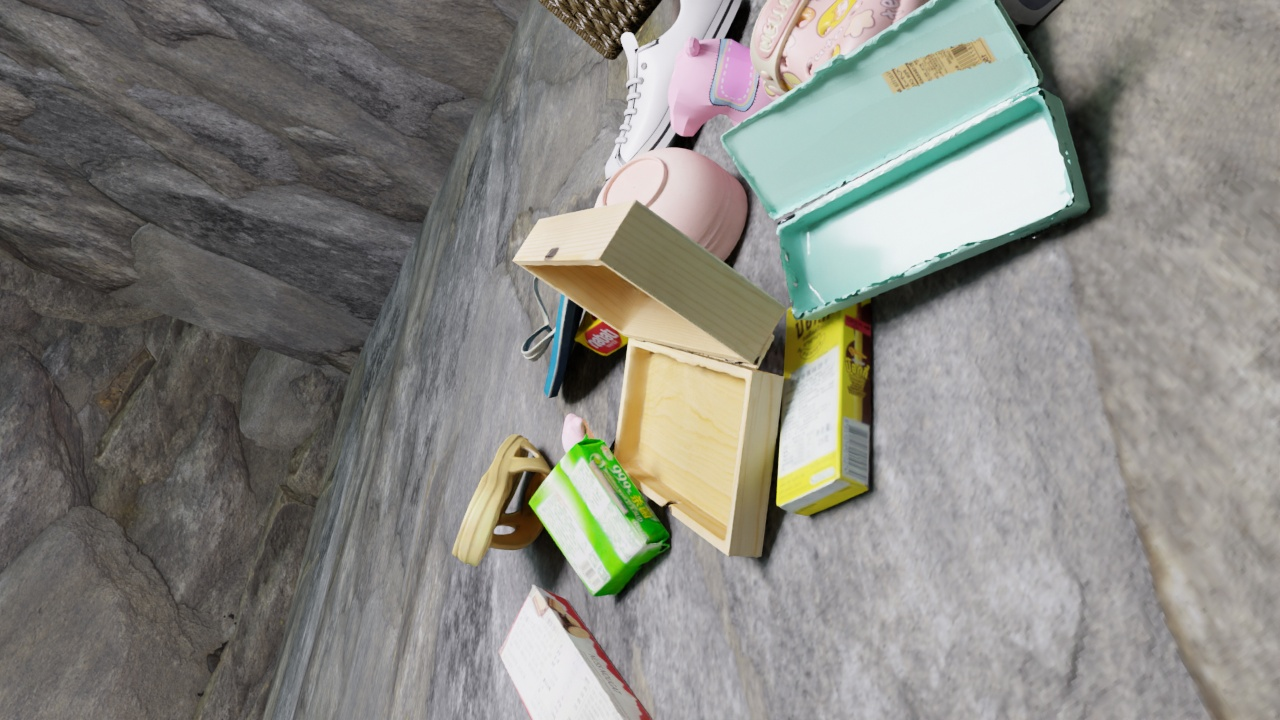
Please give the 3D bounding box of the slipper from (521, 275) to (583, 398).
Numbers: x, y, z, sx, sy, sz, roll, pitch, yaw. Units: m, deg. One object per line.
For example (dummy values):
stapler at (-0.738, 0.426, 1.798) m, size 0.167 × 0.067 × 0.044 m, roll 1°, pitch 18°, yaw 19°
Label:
slipper at (-0.094, -0.043, 0.974) m, size 0.296 × 0.060 × 0.118 m, roll 111°, pitch 170°, yaw -65°

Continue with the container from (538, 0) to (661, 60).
container at (-0.001, -0.537, 1.075) m, size 0.206 × 0.176 × 0.320 m, roll -42°, pitch 16°, yaw 39°

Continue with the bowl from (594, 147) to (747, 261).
bowl at (0.013, -0.134, 0.822) m, size 0.153 × 0.076 × 0.152 m, roll -22°, pitch 48°, yaw 26°

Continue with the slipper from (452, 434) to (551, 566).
slipper at (-0.134, 0.153, 0.971) m, size 0.263 × 0.078 × 0.099 m, roll -75°, pitch 7°, yaw -83°

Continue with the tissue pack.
tissue pack at (-0.036, 0.129, 0.754) m, size 0.114 × 0.034 × 0.100 m, roll 54°, pitch 131°, yaw 17°

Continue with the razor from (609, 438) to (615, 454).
razor at (-0.006, 0.027, 0.867) m, size 0.044 × 0.021 × 0.144 m, roll 118°, pitch 165°, yaw -67°

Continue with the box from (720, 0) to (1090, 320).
box at (0.140, -0.110, 0.520) m, size 0.187 × 0.055 × 0.138 m, roll -21°, pitch 87°, yaw 47°

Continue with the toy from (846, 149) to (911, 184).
toy at (0.167, -0.126, 0.578) m, size 0.103 × 0.050 × 0.065 m, roll -15°, pitch 75°, yaw 37°

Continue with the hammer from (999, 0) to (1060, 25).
hammer at (0.236, -0.333, 0.618) m, size 0.140 × 0.035 × 0.311 m, roll -43°, pitch 33°, yaw 45°

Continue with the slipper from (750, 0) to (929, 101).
slipper at (0.112, -0.210, 0.591) m, size 0.093 × 0.081 × 0.197 m, roll -63°, pitch 18°, yaw 12°

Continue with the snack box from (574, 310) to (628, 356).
snack box at (-0.002, -0.108, 0.928) m, size 0.092 × 0.042 × 0.200 m, roll -26°, pitch 40°, yaw 60°

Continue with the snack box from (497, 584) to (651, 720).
snack box at (-0.053, 0.267, 0.733) m, size 0.076 × 0.044 × 0.273 m, roll -64°, pitch 22°, yaw -3°

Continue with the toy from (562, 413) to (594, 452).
toy at (-0.049, 0.098, 0.814) m, size 0.096 × 0.041 × 0.109 m, roll 16°, pitch 125°, yaw 67°

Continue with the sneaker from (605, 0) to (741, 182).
sneaker at (0.011, -0.306, 0.993) m, size 0.245 × 0.097 × 0.091 m, roll -61°, pitch 9°, yaw 8°

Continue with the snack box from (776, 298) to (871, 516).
snack box at (0.117, 0.019, 0.581) m, size 0.061 × 0.025 × 0.148 m, roll -39°, pitch 36°, yaw 52°

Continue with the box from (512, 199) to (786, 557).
box at (0.011, -0.003, 0.685) m, size 0.248 × 0.118 × 0.252 m, roll 20°, pitch 130°, yaw 70°

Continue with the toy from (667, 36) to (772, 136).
toy at (0.091, -0.240, 0.773) m, size 0.158 × 0.123 × 0.067 m, roll 124°, pitch 161°, yaw -68°
